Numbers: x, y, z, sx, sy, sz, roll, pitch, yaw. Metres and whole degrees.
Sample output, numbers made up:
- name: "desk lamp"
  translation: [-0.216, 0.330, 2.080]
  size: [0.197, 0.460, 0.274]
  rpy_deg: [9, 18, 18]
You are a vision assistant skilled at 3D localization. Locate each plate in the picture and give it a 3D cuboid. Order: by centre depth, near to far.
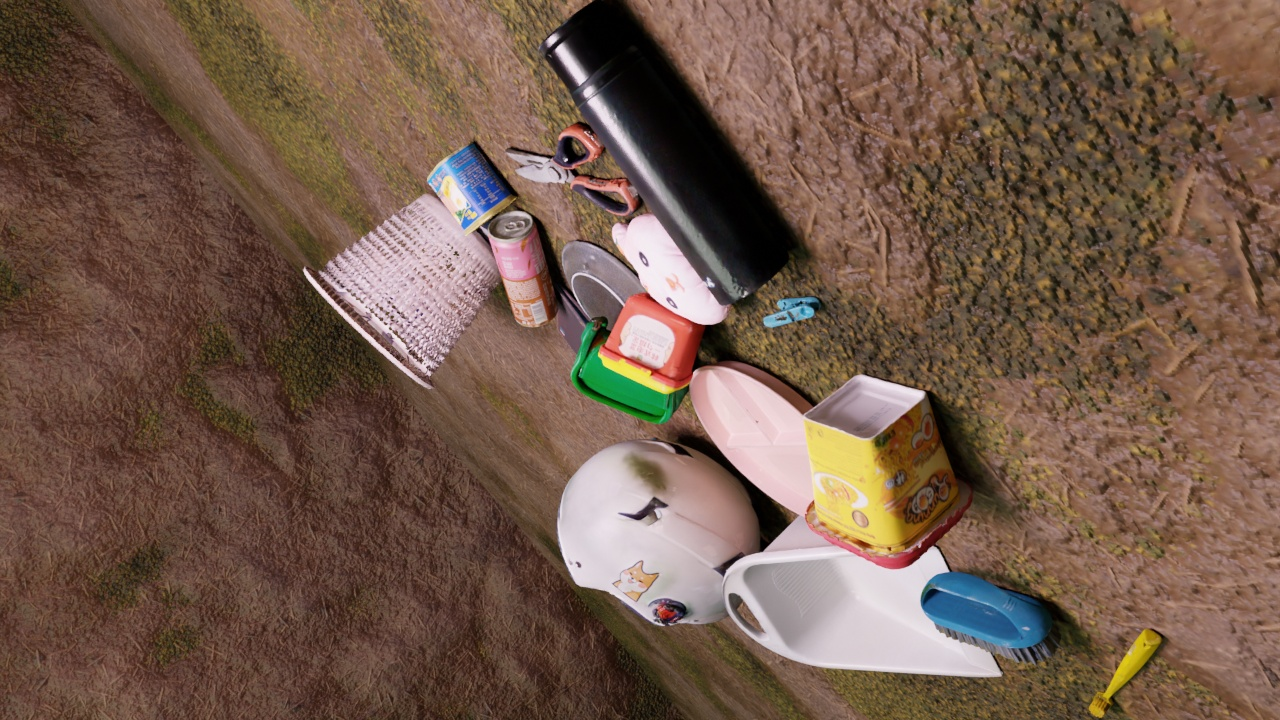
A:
- name: "plate"
  translation: [0.145, 0.086, 0.974]
  size: [0.229, 0.028, 0.230]
  rpy_deg: [39, 158, 19]
- name: "plate"
  translation: [-0.032, -0.061, 1.057]
  size: [0.179, 0.024, 0.180]
  rpy_deg: [41, 160, 18]

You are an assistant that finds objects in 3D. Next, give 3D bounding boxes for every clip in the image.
- name: "clip"
  translation: [0.129, -0.043, 0.770]
  size: [0.055, 0.038, 0.013]
  rpy_deg: [-8, 125, 55]

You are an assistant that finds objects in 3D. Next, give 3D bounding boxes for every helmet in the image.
- name: "helmet"
  translation: [0.040, 0.195, 1.145]
  size: [0.274, 0.229, 0.157]
  rpy_deg: [23, 138, -3]

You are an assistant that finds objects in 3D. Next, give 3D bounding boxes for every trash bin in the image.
- name: "trash bin"
  translation: [-0.293, -0.105, 1.217]
  size: [0.227, 0.192, 0.227]
  rpy_deg: [44, 174, 5]

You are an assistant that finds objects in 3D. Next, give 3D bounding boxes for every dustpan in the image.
- name: "dustpan"
  translation: [0.225, 0.286, 1.031]
  size: [0.258, 0.142, 0.223]
  rpy_deg: [17, 145, 56]

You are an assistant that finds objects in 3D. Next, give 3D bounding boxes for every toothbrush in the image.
- name: "toothbrush"
  translation: [0.417, 0.275, 0.796]
  size: [0.016, 0.016, 0.190]
  rpy_deg: [34, 157, 31]

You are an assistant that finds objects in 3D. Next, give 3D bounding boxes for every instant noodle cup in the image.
- name: "instant noodle cup"
  translation: [0.197, 0.088, 0.763]
  size: [0.116, 0.116, 0.124]
  rpy_deg: [20, 136, 52]

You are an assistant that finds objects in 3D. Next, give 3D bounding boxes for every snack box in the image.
- name: "snack box"
  translation: [0.015, -0.020, 0.923]
  size: [0.091, 0.080, 0.081]
  rpy_deg: [25, -165, 13]

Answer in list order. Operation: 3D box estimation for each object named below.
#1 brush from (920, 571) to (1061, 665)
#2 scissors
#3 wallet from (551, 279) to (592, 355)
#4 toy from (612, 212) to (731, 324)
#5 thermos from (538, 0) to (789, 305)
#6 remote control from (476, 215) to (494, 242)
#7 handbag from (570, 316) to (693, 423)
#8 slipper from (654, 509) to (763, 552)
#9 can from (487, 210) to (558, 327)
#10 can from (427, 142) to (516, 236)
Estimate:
- name: "brush"
  translation: [0.318, 0.232, 0.858]
  size: [0.073, 0.055, 0.144]
  rpy_deg: [52, 160, -16]
- name: "scissors"
  translation: [-0.078, -0.196, 0.906]
  size: [0.202, 0.015, 0.204]
  rpy_deg: [42, 161, 13]
- name: "wallet"
  translation: [-0.082, -0.041, 1.196]
  size: [0.096, 0.020, 0.122]
  rpy_deg: [48, 162, 21]
- name: "toy"
  translation: [0.025, -0.087, 0.857]
  size: [0.121, 0.054, 0.159]
  rpy_deg: [55, 167, -22]
- name: "thermos"
  translation: [0.020, -0.161, 0.718]
  size: [0.242, 0.068, 0.090]
  rpy_deg: [53, -168, -12]
- name: "remote control"
  translation: [-0.204, -0.183, 1.173]
  size: [0.136, 0.024, 0.053]
  rpy_deg: [45, 164, 3]
- name: "handbag"
  translation: [-0.006, 0.006, 1.029]
  size: [0.131, 0.067, 0.120]
  rpy_deg: [23, 148, 6]
- name: "slipper"
  translation: [0.107, 0.276, 1.302]
  size: [0.245, 0.074, 0.104]
  rpy_deg: [29, -173, 33]
- name: "can"
  translation: [-0.142, -0.109, 1.121]
  size: [0.058, 0.057, 0.147]
  rpy_deg: [33, 151, 33]
- name: "can"
  translation: [-0.202, -0.203, 1.086]
  size: [0.083, 0.057, 0.102]
  rpy_deg: [54, 159, -12]
